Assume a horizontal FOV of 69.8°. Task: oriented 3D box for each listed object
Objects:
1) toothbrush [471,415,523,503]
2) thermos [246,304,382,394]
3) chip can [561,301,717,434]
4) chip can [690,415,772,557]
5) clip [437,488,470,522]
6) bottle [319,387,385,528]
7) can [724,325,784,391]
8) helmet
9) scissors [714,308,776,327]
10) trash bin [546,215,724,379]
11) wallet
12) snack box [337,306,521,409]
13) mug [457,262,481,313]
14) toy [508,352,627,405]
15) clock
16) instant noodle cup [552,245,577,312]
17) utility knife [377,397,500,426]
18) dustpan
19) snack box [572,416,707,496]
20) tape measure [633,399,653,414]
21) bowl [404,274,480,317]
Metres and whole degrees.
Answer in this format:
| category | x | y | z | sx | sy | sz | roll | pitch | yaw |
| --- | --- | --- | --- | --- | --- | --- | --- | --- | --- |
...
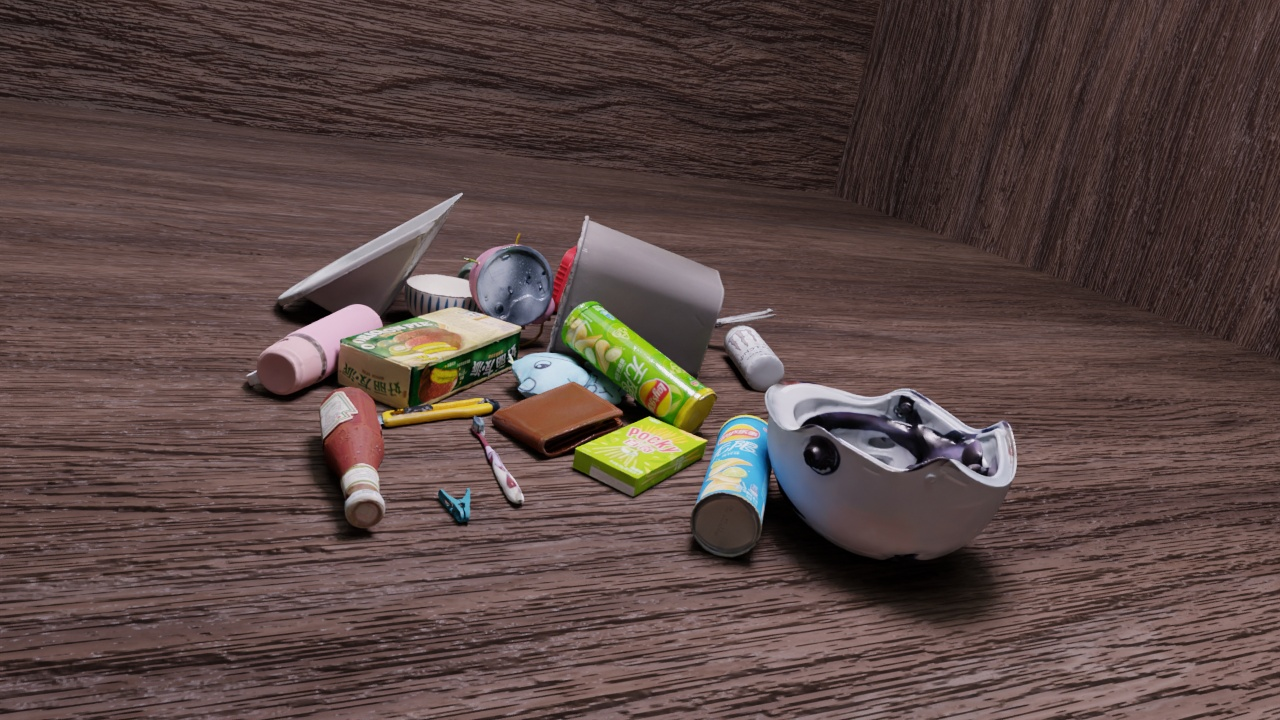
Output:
| category | x | y | z | sx | sy | sz | roll | pitch | yaw |
| --- | --- | --- | --- | --- | --- | --- | --- | --- | --- |
| toothbrush | -0.155 | 0.103 | 0.982 | 0.016 | 0.017 | 0.187 | 1 | 21 | -25 |
| thermos | -0.398 | -0.011 | 1.123 | 0.087 | 0.067 | 0.198 | -17 | 14 | 18 |
| chip can | -0.007 | 0.007 | 1.173 | 0.221 | 0.073 | 0.072 | 38 | 29 | 24 |
| chip can | 0.102 | 0.127 | 0.973 | 0.071 | 0.071 | 0.209 | 14 | 20 | 9 |
| clip | -0.174 | 0.138 | 0.879 | 0.034 | 0.013 | 0.055 | -1 | 22 | -27 |
| bottle | -0.276 | 0.092 | 0.889 | 0.059 | 0.060 | 0.206 | 2 | 23 | -23 |
| can | 0.172 | -0.005 | 1.406 | 0.058 | 0.058 | 0.146 | 7 | 20 | -12 |
| helmet | 0.245 | 0.121 | 0.953 | 0.259 | 0.146 | 0.228 | 16 | 18 | 31 |
| scissors | 0.106 | -0.061 | 1.500 | 0.196 | 0.015 | 0.214 | -20 | 16 | -36 |
| trash bin | -0.009 | -0.076 | 1.337 | 0.219 | 0.199 | 0.198 | 16 | 20 | -7 |
| wallet | -0.096 | 0.068 | 1.076 | 0.124 | 0.032 | 0.101 | -20 | 34 | -37 |
| snack box | -0.263 | -0.009 | 1.175 | 0.114 | 0.063 | 0.239 | 18 | 20 | 20 |
| mug | -0.228 | -0.110 | 1.475 | 0.106 | 0.082 | 0.111 | -13 | 61 | -50 |
| toy | -0.096 | 0.023 | 1.194 | 0.156 | 0.050 | 0.161 | 22 | 24 | 9 |
| clock | -0.183 | -0.093 | 1.317 | 0.117 | 0.158 | 0.060 | -27 | 24 | -23 |
| instant noodle cup | -0.074 | -0.123 | 1.545 | 0.124 | 0.116 | 0.116 | 25 | 22 | 7 |
| utility knife | -0.255 | 0.062 | 1.050 | 0.217 | 0.015 | 0.033 | -7 | 23 | -41 |
| dustpan | -0.401 | -0.157 | 1.333 | 0.142 | 0.258 | 0.222 | 32 | 16 | -12 |
| snack box | 0.002 | 0.106 | 1.047 | 0.086 | 0.026 | 0.156 | 22 | 22 | 28 |
| tape measure | 0.024 | 0.053 | 1.213 | 0.054 | 0.025 | 0.058 | 16 | 21 | 19 |
| bowl | -0.292 | -0.081 | 1.360 | 0.116 | 0.066 | 0.116 | 10 | 18 | -4 |
